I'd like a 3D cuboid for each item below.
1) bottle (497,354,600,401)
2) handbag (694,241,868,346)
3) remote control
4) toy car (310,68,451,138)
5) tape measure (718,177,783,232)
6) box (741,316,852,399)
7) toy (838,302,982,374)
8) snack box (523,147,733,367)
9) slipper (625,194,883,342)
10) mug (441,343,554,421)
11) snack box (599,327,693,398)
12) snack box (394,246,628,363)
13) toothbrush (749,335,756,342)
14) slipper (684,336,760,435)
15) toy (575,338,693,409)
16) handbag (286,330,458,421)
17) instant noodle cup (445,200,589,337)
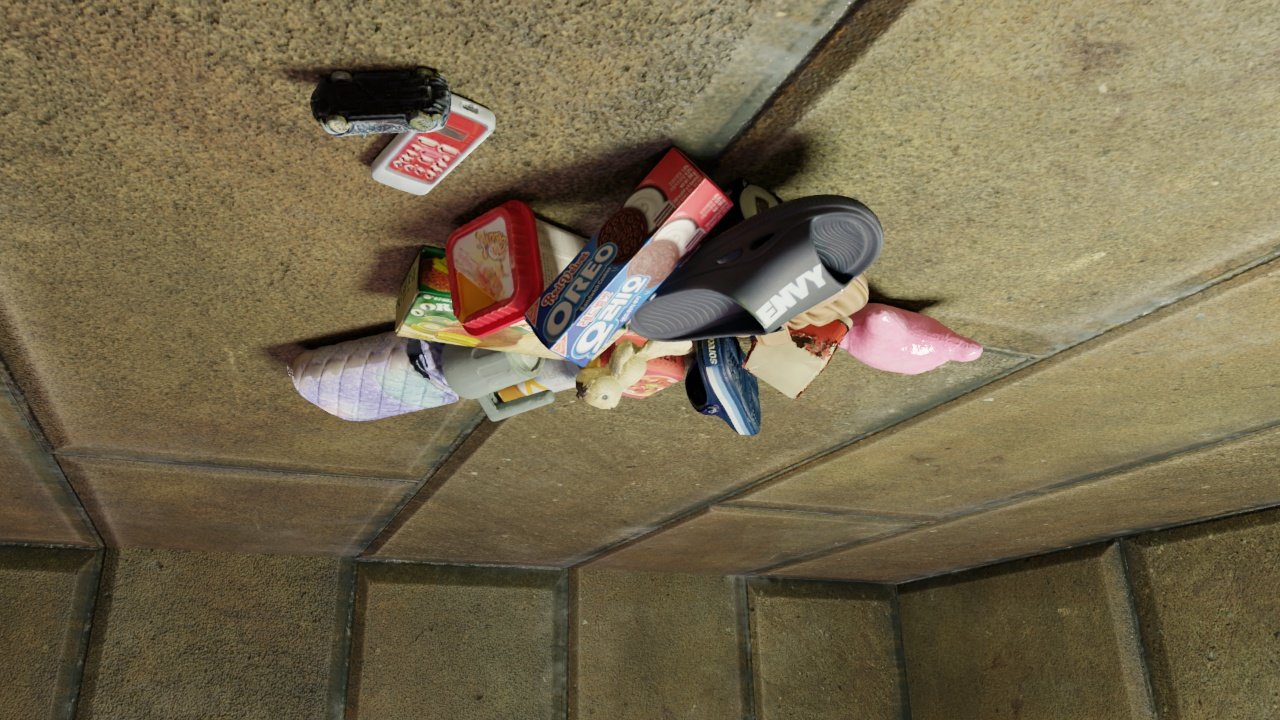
[{"bbox_3d":[-0.142,0.015,1.207,0.190,0.068,0.068,-15,155,32],"label":"bottle"},{"bbox_3d":[0.129,-0.075,0.947,0.205,0.099,0.147,-8,161,18],"label":"handbag"},{"bbox_3d":[-0.177,-0.179,0.774,0.055,0.020,0.136,15,153,-37],"label":"remote control"},{"bbox_3d":[-0.196,-0.194,0.697,0.105,0.048,0.031,-1,156,1],"label":"toy car"},{"bbox_3d":[0.105,-0.129,0.853,0.065,0.066,0.034,15,149,-35],"label":"tape measure"},{"bbox_3d":[0.180,-0.010,1.090,0.091,0.079,0.168,32,164,6],"label":"box"},{"bbox_3d":[0.293,-0.027,1.119,0.194,0.074,0.179,17,169,-14],"label":"toy"},{"bbox_3d":[-0.013,-0.088,0.821,0.208,0.057,0.058,-47,144,12],"label":"snack box"},{"bbox_3d":[0.096,-0.057,0.829,0.269,0.083,0.110,-20,141,32],"label":"slipper"},{"bbox_3d":[-0.173,0.013,1.147,0.104,0.083,0.124,-17,112,31],"label":"mug"},{"bbox_3d":[-0.009,0.006,1.224,0.113,0.044,0.127,12,155,-31],"label":"snack box"},{"bbox_3d":[-0.144,-0.056,1.033,0.239,0.063,0.115,9,156,-23],"label":"snack box"},{"bbox_3d":[0.150,-0.027,1.191,0.014,0.016,0.189,-6,160,12],"label":"toothbrush"},{"bbox_3d":[0.104,0.036,1.224,0.095,0.105,0.253,-5,159,14],"label":"slipper"},{"bbox_3d":[-0.007,0.007,1.116,0.157,0.066,0.105,-29,173,-14],"label":"toy"},{"bbox_3d":[-0.340,0.017,1.198,0.194,0.075,0.134,-11,152,20],"label":"handbag"},{"bbox_3d":[-0.111,-0.084,0.911,0.117,0.116,0.124,-19,164,38],"label":"instant noodle cup"}]
